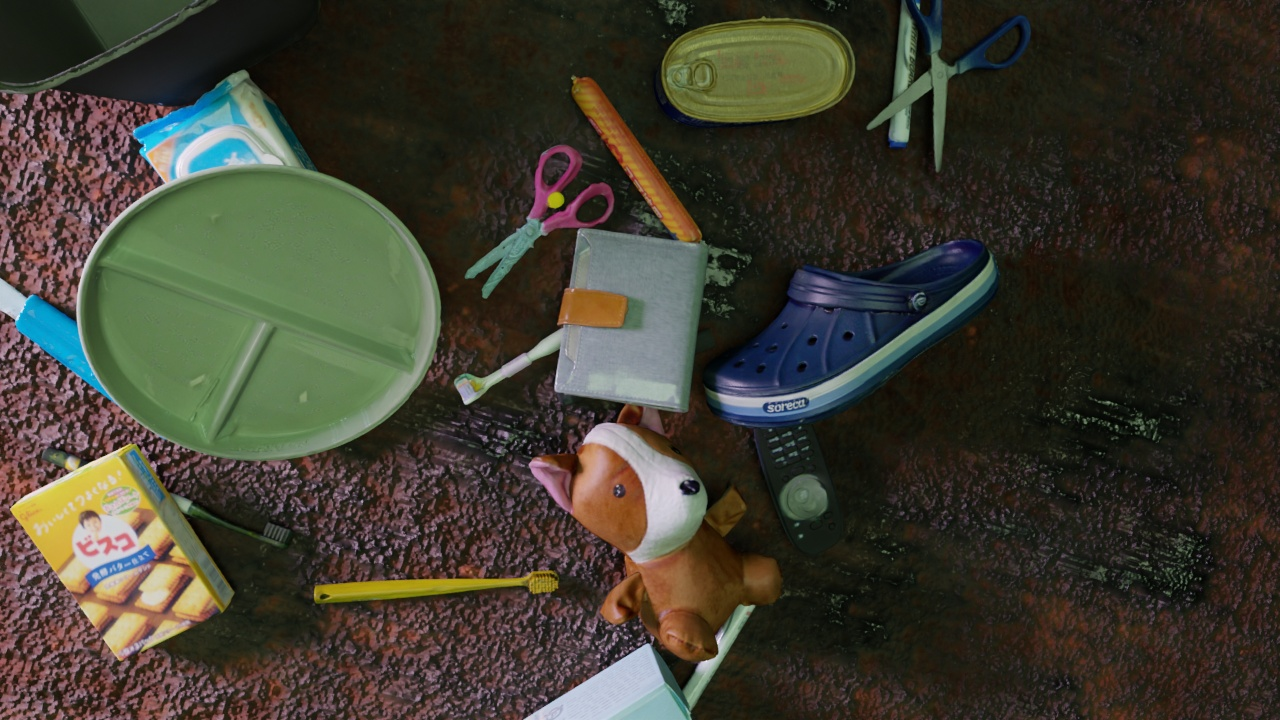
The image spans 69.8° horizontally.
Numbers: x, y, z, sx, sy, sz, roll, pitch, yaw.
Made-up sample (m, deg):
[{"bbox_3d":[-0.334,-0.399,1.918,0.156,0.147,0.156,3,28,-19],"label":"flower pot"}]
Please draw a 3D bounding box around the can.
[{"bbox_3d":[0.084,-0.216,0.697,0.148,0.049,0.074,-7,98,-8],"label":"can"}]

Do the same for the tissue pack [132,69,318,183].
[{"bbox_3d":[-0.275,-0.121,0.646,0.090,0.063,0.140,-32,101,-3],"label":"tissue pack"}]

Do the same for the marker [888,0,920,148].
[{"bbox_3d":[0.211,-0.243,0.731,0.017,0.017,0.146,2,97,-9],"label":"marker"}]

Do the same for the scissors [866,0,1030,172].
[{"bbox_3d":[0.241,-0.240,0.726,0.175,0.012,0.162,-28,107,-13],"label":"scissors"}]

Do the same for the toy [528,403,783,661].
[{"bbox_3d":[0.015,0.126,0.697,0.139,0.131,0.199,-32,91,-36],"label":"toy"}]

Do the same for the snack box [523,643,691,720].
[{"bbox_3d":[-0.047,0.302,0.729,0.175,0.074,0.051,-31,101,-4],"label":"snack box"}]

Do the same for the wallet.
[{"bbox_3d":[-0.008,-0.032,0.690,0.106,0.037,0.129,9,78,-1],"label":"wallet"}]

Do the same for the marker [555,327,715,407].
[{"bbox_3d":[-0.004,0.004,0.726,0.132,0.022,0.020,-21,107,-5],"label":"marker"}]

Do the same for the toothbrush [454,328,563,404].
[{"bbox_3d":[-0.058,-0.021,0.715,0.189,0.029,0.020,-30,143,-5],"label":"toothbrush"}]

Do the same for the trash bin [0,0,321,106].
[{"bbox_3d":[-0.305,-0.262,0.545,0.198,0.220,0.199,-31,100,-3],"label":"trash bin"}]

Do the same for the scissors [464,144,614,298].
[{"bbox_3d":[-0.075,-0.095,0.708,0.076,0.017,0.137,35,95,-20],"label":"scissors"}]

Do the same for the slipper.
[{"bbox_3d":[0.160,-0.035,0.703,0.252,0.105,0.095,-28,108,-7],"label":"slipper"}]

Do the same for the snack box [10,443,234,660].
[{"bbox_3d":[-0.375,0.141,0.671,0.087,0.033,0.140,-25,103,0],"label":"snack box"}]

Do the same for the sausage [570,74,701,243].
[{"bbox_3d":[-0.002,-0.151,0.706,0.021,0.021,0.165,-37,101,-3],"label":"sausage"}]

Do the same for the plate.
[{"bbox_3d":[-0.255,-0.029,0.635,0.230,0.027,0.231,-12,125,-17],"label":"plate"}]

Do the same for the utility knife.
[{"bbox_3d":[-0.402,-0.006,0.664,0.185,0.018,0.034,40,75,-10],"label":"utility knife"}]

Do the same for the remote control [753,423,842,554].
[{"bbox_3d":[0.128,0.094,0.756,0.053,0.024,0.136,-21,101,-8],"label":"remote control"}]

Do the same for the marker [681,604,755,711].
[{"bbox_3d":[0.071,0.232,0.768,0.017,0.017,0.145,31,92,-11],"label":"marker"}]

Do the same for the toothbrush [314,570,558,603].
[{"bbox_3d":[-0.159,0.180,0.725,0.190,0.016,0.016,-1,96,-9],"label":"toothbrush"}]

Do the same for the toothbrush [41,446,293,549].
[{"bbox_3d":[-0.352,0.102,0.688,0.186,0.012,0.017,24,87,-11],"label":"toothbrush"}]
